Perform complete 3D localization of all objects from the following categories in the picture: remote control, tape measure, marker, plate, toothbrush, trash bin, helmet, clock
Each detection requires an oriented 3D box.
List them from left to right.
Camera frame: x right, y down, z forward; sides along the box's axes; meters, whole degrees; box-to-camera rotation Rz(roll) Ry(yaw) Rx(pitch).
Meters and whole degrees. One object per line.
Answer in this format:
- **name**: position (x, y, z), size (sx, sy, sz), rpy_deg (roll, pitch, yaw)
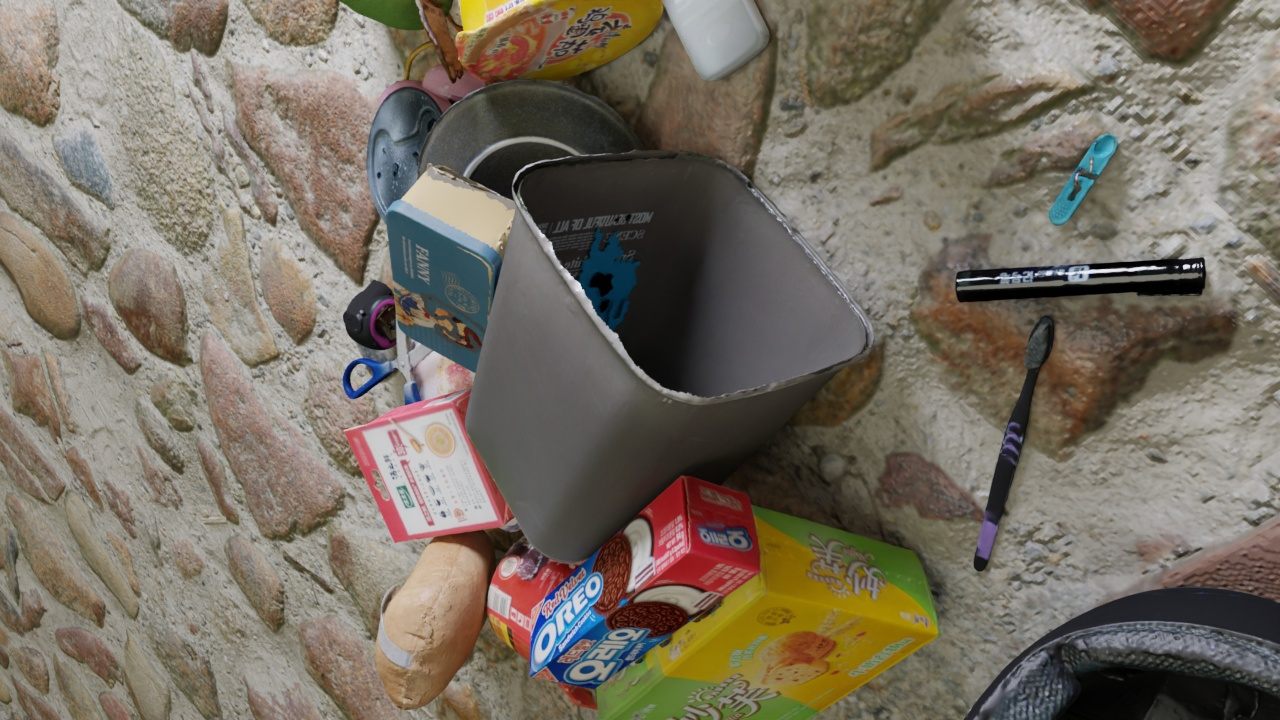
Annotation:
- **tape measure**: position (-0.246, -0.039, 0.862), size (0.039, 0.057, 0.058), rpy_deg (20, 149, 29)
- **clock**: position (-0.168, -0.177, 0.743), size (0.117, 0.059, 0.158), rpy_deg (-4, 95, 42)
- **plate**: position (-0.077, -0.117, 0.676), size (0.179, 0.024, 0.180), rpy_deg (2, 130, 2)
- **trash bin**: position (-0.004, 0.004, 0.622), size (0.198, 0.198, 0.220), rpy_deg (56, 138, 24)
- **remote control**: position (0.036, -0.255, 0.606), size (0.056, 0.020, 0.136), rpy_deg (-26, 91, 38)
- **toothbrush**: position (0.237, 0.060, 0.589), size (0.014, 0.016, 0.189), rpy_deg (19, 119, 28)
- **marker**: position (0.253, -0.046, 0.536), size (0.132, 0.020, 0.022), rpy_deg (-1, 136, 34)
- **helmet**: position (0.297, 0.250, 0.484), size (0.233, 0.229, 0.275), rpy_deg (32, 123, 39)

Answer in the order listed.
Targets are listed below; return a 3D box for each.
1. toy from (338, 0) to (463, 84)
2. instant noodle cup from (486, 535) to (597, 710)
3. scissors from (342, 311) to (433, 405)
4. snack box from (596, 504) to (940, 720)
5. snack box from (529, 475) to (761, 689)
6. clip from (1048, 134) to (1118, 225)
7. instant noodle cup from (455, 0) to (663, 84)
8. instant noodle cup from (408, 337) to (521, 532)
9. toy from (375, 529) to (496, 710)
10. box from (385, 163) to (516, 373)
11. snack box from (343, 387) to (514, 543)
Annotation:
- **toy**: position (-0.187, -0.292, 0.651), size (0.090, 0.227, 0.246), rpy_deg (-45, 36, 8)
- **instant noodle cup**: position (-0.056, 0.207, 0.781), size (0.109, 0.137, 0.138), rpy_deg (12, 114, 41)
- **scissors**: position (-0.212, 0.014, 0.814), size (0.176, 0.012, 0.162), rpy_deg (-12, 98, 38)
- **snack box**: position (0.083, 0.201, 0.662), size (0.211, 0.157, 0.070), rpy_deg (-51, 32, 36)
- **snack box**: position (-0.004, 0.155, 0.612), size (0.208, 0.058, 0.057), rpy_deg (-47, 34, 39)
- **clip**: position (0.248, -0.101, 0.515), size (0.013, 0.038, 0.056), rpy_deg (33, 117, 18)
- **instant noodle cup**: position (-0.065, -0.262, 0.608), size (0.138, 0.137, 0.110), rpy_deg (-18, 89, 38)
- **instant noodle cup**: position (-0.137, 0.052, 0.819), size (0.138, 0.060, 0.174), rpy_deg (18, 118, 29)
- **toy**: position (-0.172, 0.211, 0.833), size (0.082, 0.225, 0.143), rpy_deg (24, 102, 0)
- **box**: position (-0.131, -0.065, 0.668), size (0.090, 0.059, 0.185), rpy_deg (26, 152, 6)
- **snack box**: position (-0.174, 0.091, 0.783), size (0.127, 0.044, 0.113), rpy_deg (-14, 103, 30)
